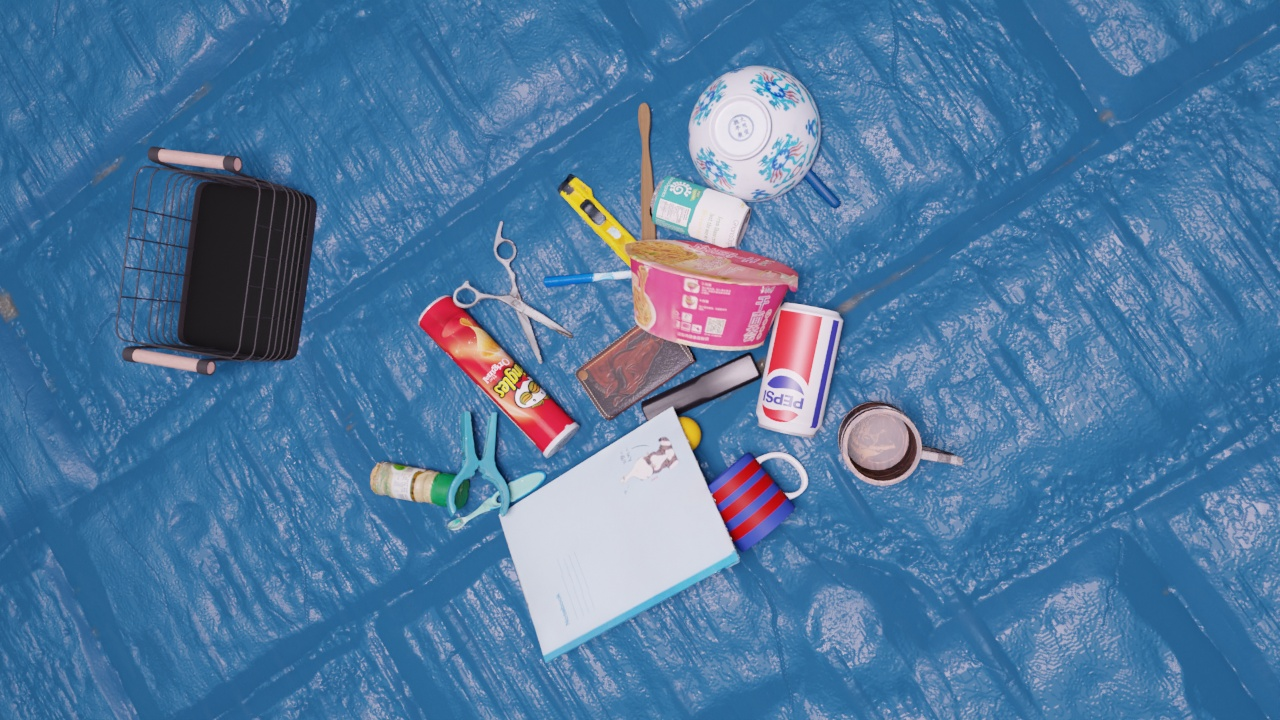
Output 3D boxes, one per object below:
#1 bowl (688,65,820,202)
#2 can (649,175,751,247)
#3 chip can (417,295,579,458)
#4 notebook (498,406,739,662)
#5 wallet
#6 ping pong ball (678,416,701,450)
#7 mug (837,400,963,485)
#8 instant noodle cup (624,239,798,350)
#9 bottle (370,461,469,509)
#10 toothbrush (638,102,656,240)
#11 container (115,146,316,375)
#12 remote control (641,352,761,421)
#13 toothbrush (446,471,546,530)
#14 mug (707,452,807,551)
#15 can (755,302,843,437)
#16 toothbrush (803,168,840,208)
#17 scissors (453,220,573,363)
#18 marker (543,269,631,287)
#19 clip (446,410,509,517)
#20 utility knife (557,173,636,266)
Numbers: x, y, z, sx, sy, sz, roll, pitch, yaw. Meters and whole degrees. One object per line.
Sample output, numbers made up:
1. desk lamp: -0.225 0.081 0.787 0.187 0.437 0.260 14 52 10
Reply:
1. bowl: 0.111 -0.240 0.959 0.144 0.074 0.144 3 98 19
2. can: 0.064 -0.160 0.992 0.102 0.055 0.055 21 94 11
3. chip can: -0.162 0.016 1.041 0.214 0.051 0.052 45 98 8
4. notebook: -0.033 0.188 0.985 0.254 0.009 0.181 -33 63 19
5. wallet: -0.006 0.006 1.025 0.123 0.019 0.072 -36 79 10
6. ping pong ball: 0.046 0.082 1.004 0.040 0.040 0.040 0 90 12
7. mug: 0.258 0.086 0.926 0.116 0.107 0.080 9 92 11
8. instant noodle cup: 0.067 -0.066 0.943 0.179 0.178 0.078 12 109 11
9. bottle: -0.256 0.144 1.066 0.111 0.043 0.043 8 92 13
10. toothbrush: 0.008 -0.202 1.024 0.016 0.016 0.167 -2 92 13
11. container: -0.495 -0.110 1.069 0.163 0.130 0.241 9 92 11
12. remote control: 0.065 0.033 1.012 0.136 0.015 0.032 -25 85 11
13. toothbrush: -0.167 0.163 1.060 0.135 0.017 0.022 -30 77 10
14. mug: 0.125 0.139 0.978 0.111 0.075 0.076 -38 82 -17
15. can: 0.166 0.010 0.964 0.070 0.070 0.132 12 93 11
16. toothbrush: 0.158 -0.227 0.993 0.014 0.014 0.167 -42 83 14
17. scissors: -0.140 -0.079 1.050 0.141 0.014 0.161 10 78 -5
18. marker: -0.040 -0.094 1.035 0.142 0.013 0.013 -4 89 11
19. clip: -0.166 0.126 1.042 0.121 0.031 0.129 23 68 -8
20. utility knife: -0.033 -0.148 1.028 0.165 0.017 0.030 46 103 10
